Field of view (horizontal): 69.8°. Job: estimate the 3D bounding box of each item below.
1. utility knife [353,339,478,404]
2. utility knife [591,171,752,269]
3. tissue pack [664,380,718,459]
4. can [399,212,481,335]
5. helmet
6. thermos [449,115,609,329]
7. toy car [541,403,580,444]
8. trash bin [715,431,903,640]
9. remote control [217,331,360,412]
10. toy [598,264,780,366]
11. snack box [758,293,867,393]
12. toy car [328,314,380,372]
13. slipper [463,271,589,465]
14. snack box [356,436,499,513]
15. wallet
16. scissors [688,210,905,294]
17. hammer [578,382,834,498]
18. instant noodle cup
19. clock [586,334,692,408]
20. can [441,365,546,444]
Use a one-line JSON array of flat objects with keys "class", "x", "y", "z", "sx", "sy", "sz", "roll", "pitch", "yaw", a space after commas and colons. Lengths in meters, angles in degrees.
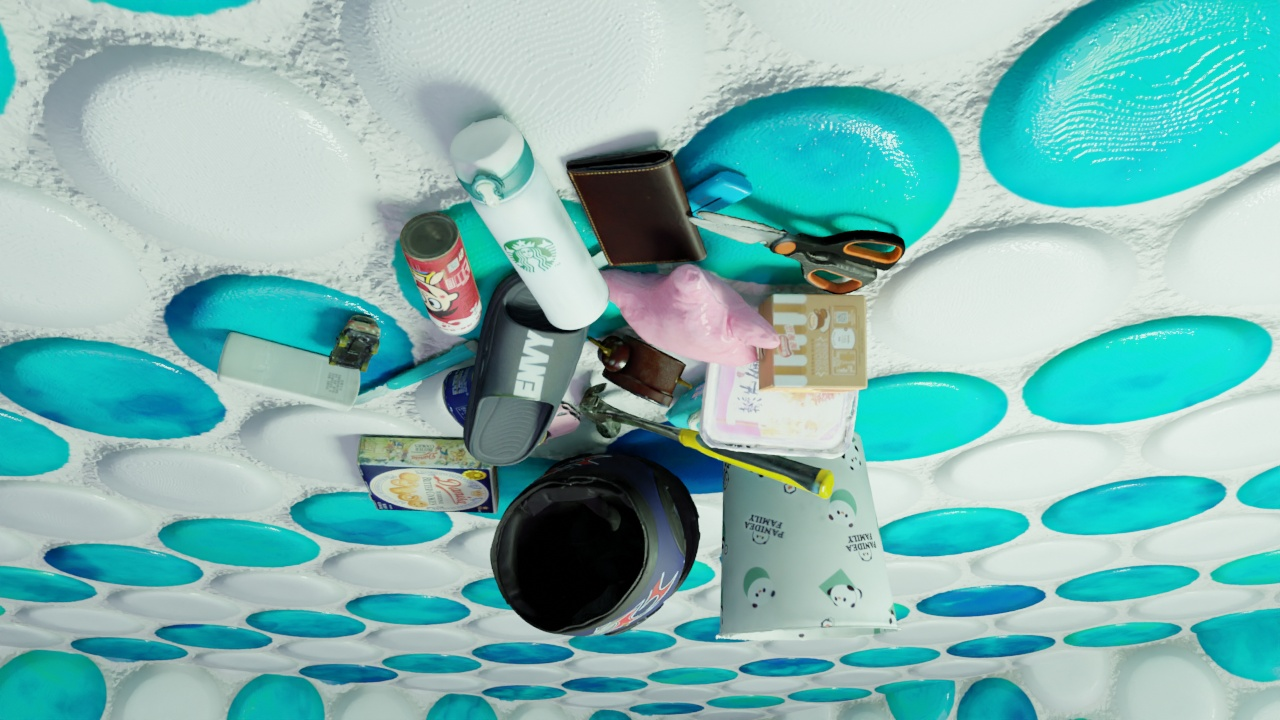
[{"class": "utility knife", "x": -0.267, "y": 0.017, "z": 1.075, "sx": 0.224, "sy": 0.013, "sz": 0.029, "roll": -22, "pitch": 146, "yaw": 29}, {"class": "utility knife", "x": 0.016, "y": -0.121, "z": 0.836, "sx": 0.195, "sy": 0.018, "sz": 0.034, "roll": -24, "pitch": 143, "yaw": 38}, {"class": "tissue pack", "x": 0.101, "y": 0.065, "z": 1.105, "sx": 0.093, "sy": 0.050, "sz": 0.134, "roll": 38, "pitch": 138, "yaw": -15}, {"class": "can", "x": -0.186, "y": -0.078, "z": 0.869, "sx": 0.053, "sy": 0.053, "sz": 0.133, "roll": -1, "pitch": 150, "yaw": 1}, {"class": "helmet", "x": -0.035, "y": 0.239, "z": 1.248, "sx": 0.316, "sy": 0.247, "sz": 0.239, "roll": -30, "pitch": 167, "yaw": 36}, {"class": "thermos", "x": -0.092, "y": -0.111, "z": 0.787, "sx": 0.073, "sy": 0.073, "sz": 0.224, "roll": -9, "pitch": 147, "yaw": 14}, {"class": "toy car", "x": -0.134, "y": 0.087, "z": 1.179, "sx": 0.123, "sy": 0.037, "sz": 0.056, "roll": -16, "pitch": 149, "yaw": 23}, {"class": "trash bin", "x": 0.206, "y": 0.227, "z": 1.188, "sx": 0.229, "sy": 0.251, "sz": 0.230, "roll": -2, "pitch": 161, "yaw": -1}, {"class": "remote control", "x": -0.390, "y": 0.014, "z": 1.024, "sx": 0.150, "sy": 0.058, "sz": 0.021, "roll": 18, "pitch": 148, "yaw": -28}, {"class": "toy", "x": 0.049, "y": -0.039, "z": 0.900, "sx": 0.178, "sy": 0.074, "sz": 0.195, "roll": 35, "pitch": 162, "yaw": -31}, {"class": "snack box", "x": 0.172, "y": -0.015, "z": 0.927, "sx": 0.094, "sy": 0.092, "sz": 0.077, "roll": 1, "pitch": 175, "yaw": -3}, {"class": "toy car", "x": -0.309, "y": -0.016, "z": 0.995, "sx": 0.042, "sy": 0.035, "sz": 0.091, "roll": 16, "pitch": 147, "yaw": -24}, {"class": "slipper", "x": -0.119, "y": 0.029, "z": 0.965, "sx": 0.110, "sy": 0.083, "sz": 0.269, "roll": 7, "pitch": 128, "yaw": -21}, {"class": "snack box", "x": -0.296, "y": 0.166, "z": 1.305, "sx": 0.182, "sy": 0.045, "sz": 0.178, "roll": 3, "pitch": 151, "yaw": -5}, {"class": "wallet", "x": -0.002, "y": -0.128, "z": 0.797, "sx": 0.096, "sy": 0.020, "sz": 0.122, "roll": -1, "pitch": 143, "yaw": 20}, {"class": "scissors", "x": 0.148, "y": -0.114, "z": 0.824, "sx": 0.143, "sy": 0.021, "sz": 0.234, "roll": -24, "pitch": 148, "yaw": 29}, {"class": "hammer", "x": 0.067, "y": 0.095, "z": 1.069, "sx": 0.324, "sy": 0.031, "sz": 0.126, "roll": 16, "pitch": 159, "yaw": 28}, {"class": "instant noodle cup", "x": 0.148, "y": 0.032, "z": 1.010, "sx": 0.173, "sy": 0.138, "sz": 0.060, "roll": 6, "pitch": -176, "yaw": -10}, {"class": "clock", "x": -0.006, "y": 0.006, "z": 0.993, "sx": 0.122, "sy": 0.055, "sz": 0.082, "roll": 27, "pitch": -177, "yaw": -11}, {"class": "can", "x": -0.171, "y": 0.056, "z": 1.087, "sx": 0.049, "sy": 0.074, "sz": 0.148, "roll": -13, "pitch": 146, "yaw": 26}]
